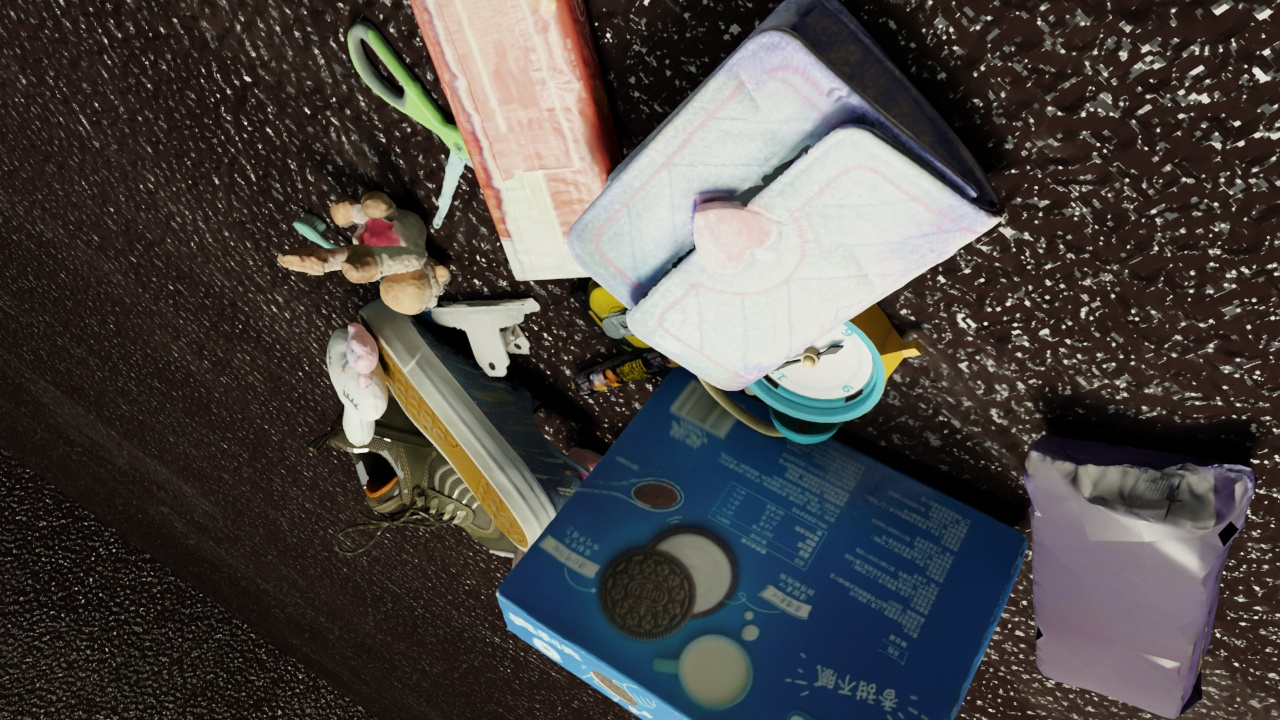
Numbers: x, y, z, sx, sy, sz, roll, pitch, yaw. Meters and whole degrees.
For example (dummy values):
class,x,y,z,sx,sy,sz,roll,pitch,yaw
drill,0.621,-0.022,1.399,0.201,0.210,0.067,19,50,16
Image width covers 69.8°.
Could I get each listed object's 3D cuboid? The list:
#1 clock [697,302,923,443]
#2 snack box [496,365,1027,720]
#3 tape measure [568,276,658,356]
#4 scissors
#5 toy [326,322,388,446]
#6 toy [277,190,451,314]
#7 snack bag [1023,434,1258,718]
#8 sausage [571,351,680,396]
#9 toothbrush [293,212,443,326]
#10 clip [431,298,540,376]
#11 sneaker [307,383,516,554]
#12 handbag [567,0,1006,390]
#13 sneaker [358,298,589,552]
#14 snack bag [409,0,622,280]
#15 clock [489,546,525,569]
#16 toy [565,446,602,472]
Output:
class,x,y,z,sx,sy,sz,roll,pitch,yaw
clock,0.086,0.000,0.508,0.099,0.043,0.130,42,139,-11
snack box,0.071,0.127,0.524,0.239,0.195,0.056,27,146,19
tape measure,-0.005,-0.032,0.550,0.061,0.034,0.062,45,143,-18
scissors,-0.102,-0.127,0.532,0.173,0.023,0.171,-20,121,45
toy,-0.216,0.012,0.696,0.123,0.038,0.079,120,134,-57
toy,-0.175,-0.065,0.621,0.085,0.074,0.106,-2,157,32
snack bag,0.259,0.119,0.492,0.096,0.058,0.205,10,141,33
sausage,-0.004,0.004,0.607,0.020,0.020,0.156,47,145,-18
toothbrush,-0.200,-0.068,0.692,0.135,0.017,0.022,35,146,-5
clip,-0.103,-0.022,0.667,0.102,0.045,0.055,2,128,40
sneaker,-0.188,0.119,0.800,0.101,0.142,0.238,-7,129,45
handbag,0.056,-0.062,0.408,0.126,0.069,0.159,43,132,-11
sneaker,-0.125,0.032,0.696,0.235,0.079,0.088,48,153,16
snack bag,-0.057,-0.132,0.452,0.077,0.041,0.225,0,135,15
clock,-0.048,0.194,0.789,0.157,0.103,0.061,38,143,27
toy,-0.038,0.117,0.755,0.108,0.053,0.105,52,156,-15
